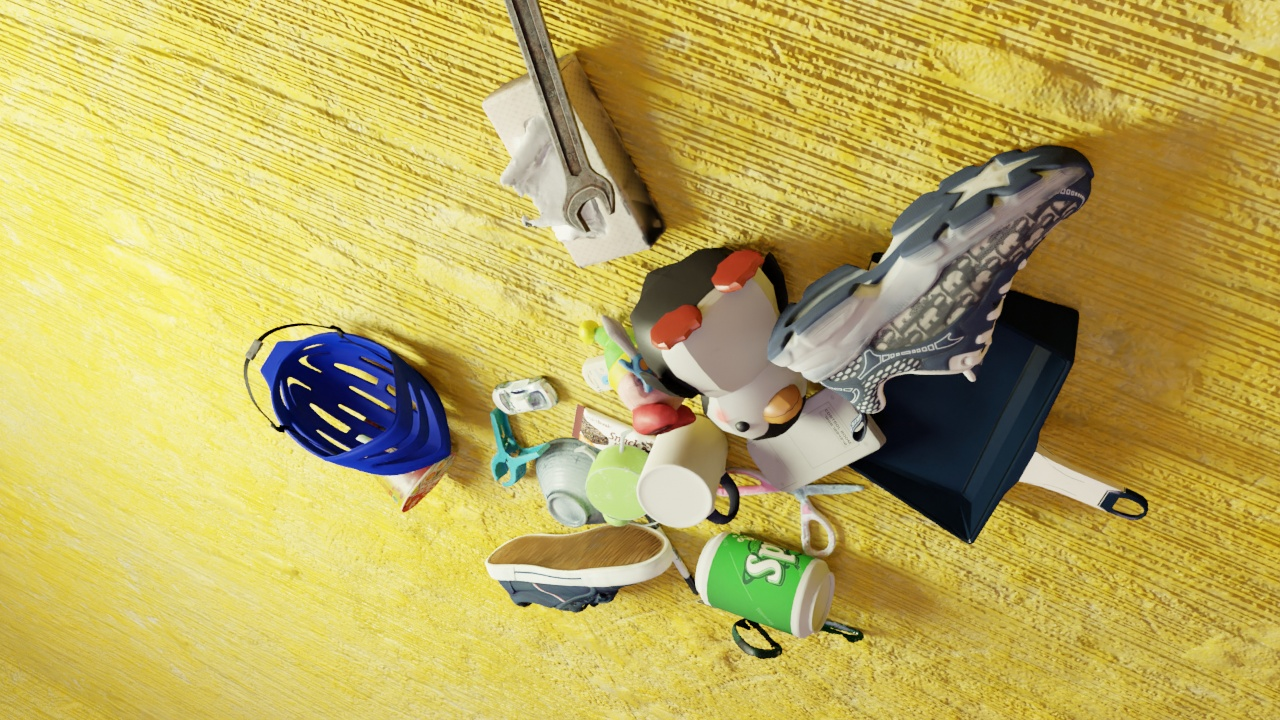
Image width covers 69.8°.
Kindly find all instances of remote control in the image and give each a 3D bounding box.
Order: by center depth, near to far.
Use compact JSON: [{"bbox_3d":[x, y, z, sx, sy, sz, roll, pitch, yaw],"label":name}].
[{"bbox_3d":[0.169,0.079,0.910,0.074,0.019,0.151,55,138,4],"label":"remote control"},{"bbox_3d":[-0.006,0.006,0.963,0.126,0.018,0.038,-12,120,33],"label":"remote control"}]

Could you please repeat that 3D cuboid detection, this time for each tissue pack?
[{"bbox_3d":[-0.065,-0.167,0.821,0.104,0.071,0.181,-11,124,33],"label":"tissue pack"}]

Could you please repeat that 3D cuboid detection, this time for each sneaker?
[{"bbox_3d":[0.235,-0.046,0.706,0.270,0.103,0.132,-38,102,25],"label":"sneaker"},{"bbox_3d":[-0.065,0.281,1.162,0.295,0.120,0.127,-16,106,40],"label":"sneaker"}]

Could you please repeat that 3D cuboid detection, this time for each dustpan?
[{"bbox_3d":[0.299,0.059,0.802,0.273,0.079,0.237,19,133,13],"label":"dustpan"}]

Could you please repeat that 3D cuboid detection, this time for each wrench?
[{"bbox_3d":[-0.079,-0.237,0.745,0.070,0.010,0.273,-12,102,31],"label":"wrench"}]

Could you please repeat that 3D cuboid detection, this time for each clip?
[{"bbox_3d":[-0.151,0.120,1.121,0.097,0.026,0.116,41,140,16],"label":"clip"}]

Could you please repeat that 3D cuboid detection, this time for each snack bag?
[{"bbox_3d":[-0.005,0.098,1.042,0.158,0.013,0.057,23,132,10],"label":"snack bag"}]

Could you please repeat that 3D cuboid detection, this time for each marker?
[{"bbox_3d":[0.038,0.237,1.135,0.011,0.011,0.152,-13,119,35],"label":"marker"}]

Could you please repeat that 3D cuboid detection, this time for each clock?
[{"bbox_3d":[-0.016,0.143,1.035,0.095,0.042,0.119,-22,117,28],"label":"clock"}]

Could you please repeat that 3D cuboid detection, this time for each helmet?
[{"bbox_3d":[-0.338,0.041,1.038,0.241,0.147,0.228,26,170,12],"label":"helmet"}]

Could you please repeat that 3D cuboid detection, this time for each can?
[{"bbox_3d":[0.139,0.249,1.028,0.140,0.087,0.088,13,132,29],"label":"can"}]

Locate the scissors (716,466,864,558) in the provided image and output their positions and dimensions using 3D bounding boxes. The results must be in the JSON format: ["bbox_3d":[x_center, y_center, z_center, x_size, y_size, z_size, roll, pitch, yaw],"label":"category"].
[{"bbox_3d":[0.164,0.153,1.000,0.171,0.013,0.177,-8,120,29],"label":"scissors"}]

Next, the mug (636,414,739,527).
[{"bbox_3d":[0.058,0.124,0.962,0.112,0.096,0.079,39,122,-7],"label":"mug"}]

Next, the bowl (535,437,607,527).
[{"bbox_3d":[-0.077,0.162,1.102,0.137,0.057,0.137,15,132,17],"label":"bowl"}]

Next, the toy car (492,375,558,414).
[{"bbox_3d":[-0.136,0.043,1.055,0.090,0.027,0.039,-11,123,34],"label":"toy car"}]

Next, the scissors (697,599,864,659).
[{"bbox_3d":[0.159,0.306,1.040,0.202,0.205,0.015,11,93,7],"label":"scissors"}]

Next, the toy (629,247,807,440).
[{"bbox_3d":[0.081,-0.007,0.847,0.184,0.159,0.140,51,171,-30],"label":"toy"}]

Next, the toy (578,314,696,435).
[{"bbox_3d":[-0.007,0.011,0.893,0.097,0.124,0.131,-19,83,21],"label":"toy"}]

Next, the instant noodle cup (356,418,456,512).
[{"bbox_3d":[-0.310,0.121,1.172,0.112,0.100,0.101,40,135,4],"label":"instant noodle cup"}]
